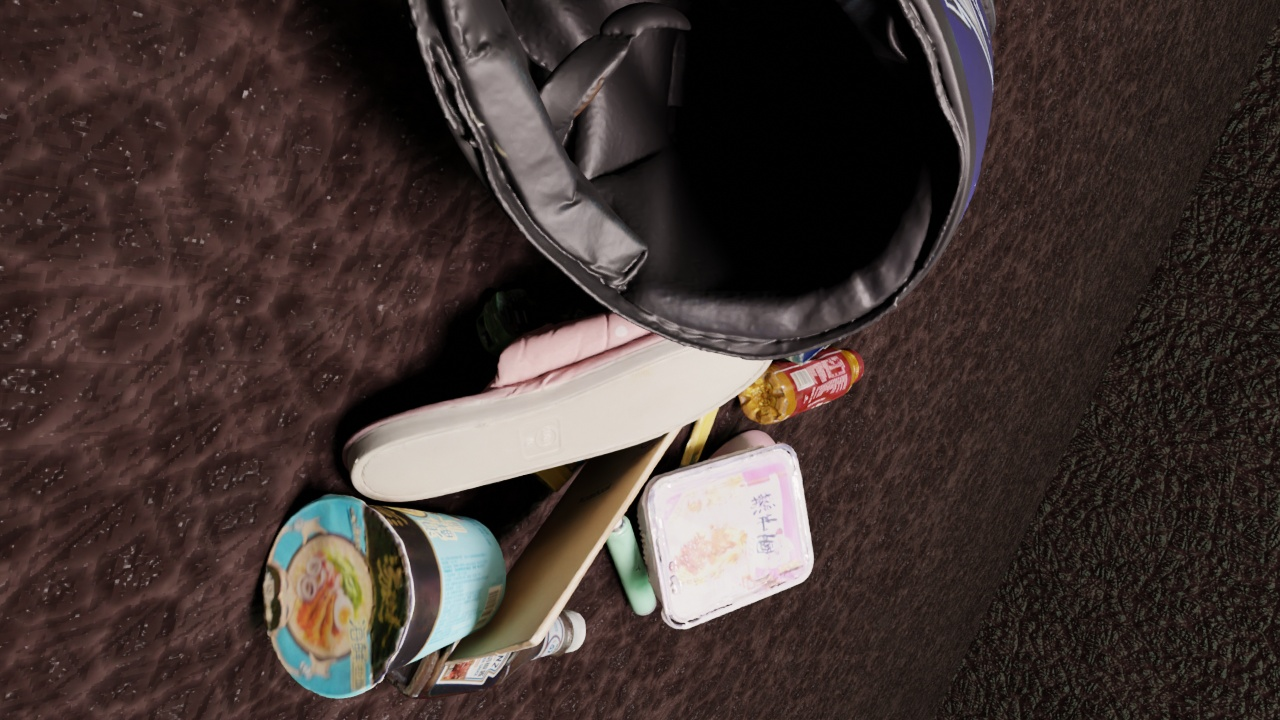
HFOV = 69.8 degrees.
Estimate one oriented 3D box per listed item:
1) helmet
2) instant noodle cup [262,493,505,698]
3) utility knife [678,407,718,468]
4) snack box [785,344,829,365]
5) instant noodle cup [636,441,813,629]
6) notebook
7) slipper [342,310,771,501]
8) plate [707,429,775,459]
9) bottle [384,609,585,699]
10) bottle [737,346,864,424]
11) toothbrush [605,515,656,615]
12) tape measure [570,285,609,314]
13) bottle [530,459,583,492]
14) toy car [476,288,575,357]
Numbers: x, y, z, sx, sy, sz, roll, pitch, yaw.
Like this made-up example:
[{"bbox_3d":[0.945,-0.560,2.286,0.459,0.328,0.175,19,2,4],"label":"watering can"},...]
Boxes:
[{"bbox_3d":[0.032,-0.166,0.452,0.315,0.248,0.239,47,30,-38],"label":"helmet"},{"bbox_3d":[-0.147,0.137,0.565,0.120,0.111,0.111,13,103,-64],"label":"instant noodle cup"},{"bbox_3d":[0.070,0.018,0.843,0.030,0.021,0.198,-6,114,-57],"label":"utility knife"},{"bbox_3d":[0.196,-0.112,0.882,0.177,0.046,0.183,-34,139,-36],"label":"snack box"},{"bbox_3d":[0.071,0.154,0.845,0.173,0.060,0.138,-12,95,-33],"label":"instant noodle cup"},{"bbox_3d":[-0.047,0.116,0.631,0.148,0.008,0.207,-34,-164,52],"label":"notebook"},{"bbox_3d":[-0.048,0.019,0.568,0.274,0.054,0.114,-18,150,-6],"label":"slipper"},{"bbox_3d":[0.096,0.166,0.957,0.191,0.039,0.193,-32,137,-36],"label":"plate"},{"bbox_3d":[-0.110,0.216,0.716,0.194,0.044,0.080,21,94,-57],"label":"bottle"},{"bbox_3d":[0.169,0.020,0.931,0.174,0.057,0.057,-14,124,-48],"label":"bottle"},{"bbox_3d":[-0.016,0.163,0.818,0.027,0.026,0.225,-42,141,-24],"label":"toothbrush"},{"bbox_3d":[-0.015,-0.055,0.647,0.057,0.039,0.058,24,94,-56],"label":"tape measure"},{"bbox_3d":[-0.004,0.004,0.681,0.218,0.065,0.065,-52,145,-15],"label":"bottle"},{"bbox_3d":[-0.068,-0.014,0.602,0.036,0.043,0.091,-36,147,24],"label":"toy car"}]
